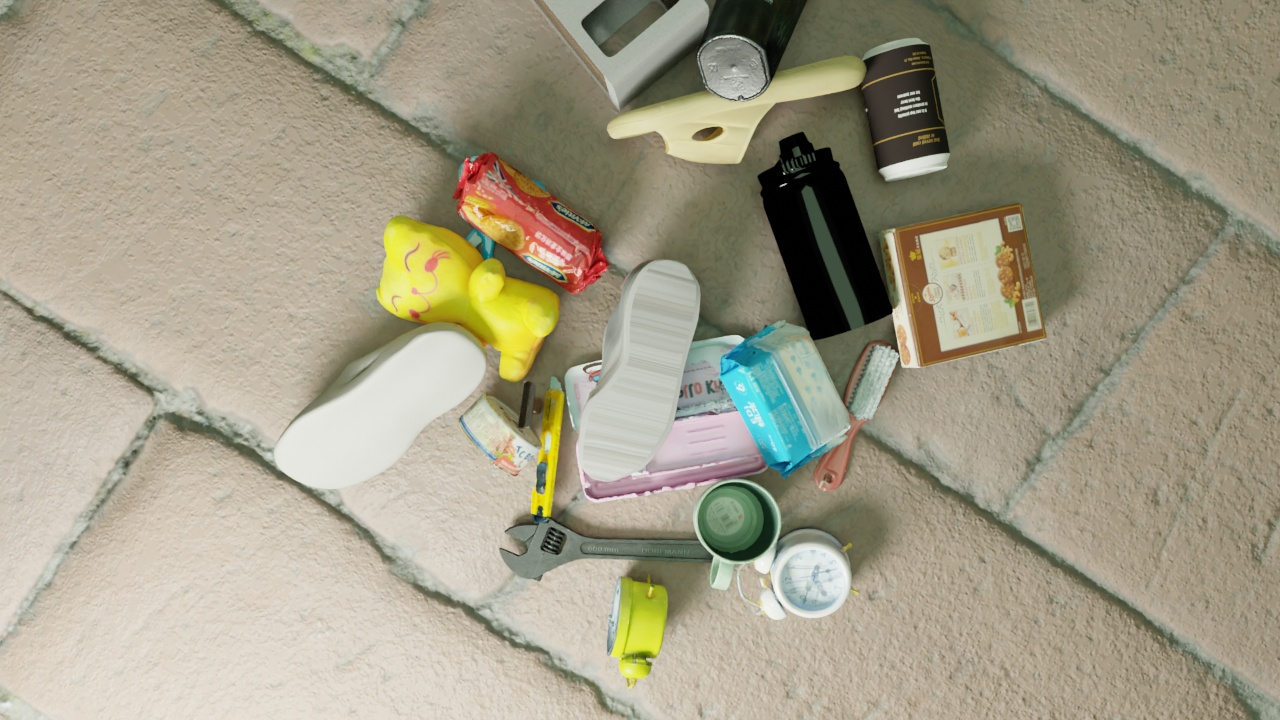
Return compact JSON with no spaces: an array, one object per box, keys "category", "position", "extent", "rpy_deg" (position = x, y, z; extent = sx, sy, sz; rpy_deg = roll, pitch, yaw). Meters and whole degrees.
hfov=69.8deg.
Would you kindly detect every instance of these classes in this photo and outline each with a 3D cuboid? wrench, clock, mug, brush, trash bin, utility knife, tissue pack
[{"category":"wrench","position":[-0.016,0.205,0.993],"extent":[0.273,0.018,0.073],"rpy_deg":[2,85,1]},{"category":"clock","position":[0.165,0.228,0.973],"extent":[0.125,0.052,0.089],"rpy_deg":[-10,94,6]},{"category":"clock","position":[-0.008,0.286,0.968],"extent":[0.057,0.083,0.119],"rpy_deg":[10,92,-5]},{"category":"mug","position":[0.090,0.177,0.937],"extent":[0.084,0.104,0.111],"rpy_deg":[13,81,1]},{"category":"brush","position":[0.228,0.061,0.968],"extent":[0.041,0.030,0.172],"rpy_deg":[22,95,1]},{"category":"trash bin","position":[-0.050,-0.383,0.906],"extent":[0.114,0.114,0.229],"rpy_deg":[-39,92,4]},{"category":"utility knife","position":[-0.100,0.096,0.982],"extent":[0.031,0.017,0.159],"rpy_deg":[5,84,37]},{"category":"brush","position":[-0.108,0.047,0.924],"extent":[0.008,0.143,0.045],"rpy_deg":[8,85,0]},{"category":"tissue pack","position":[0.146,0.035,0.933],"extent":[0.092,0.062,0.144],"rpy_deg":[-29,95,-22]}]

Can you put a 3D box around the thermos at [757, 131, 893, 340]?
[{"category":"thermos","position":[0.181,-0.128,0.929],"extent":[0.086,0.086,0.198],"rpy_deg":[-20,93,3]}]

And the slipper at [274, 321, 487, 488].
[{"category":"slipper","position":[-0.270,0.034,0.963],"extent":[0.266,0.080,0.113],"rpy_deg":[-37,126,21]}]

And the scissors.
[{"category":"scissors","position":[-0.151,-0.145,0.979],"extent":[0.118,0.013,0.140],"rpy_deg":[4,94,-2]}]

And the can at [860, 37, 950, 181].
[{"category":"can","position":[0.265,-0.251,0.924],"extent":[0.072,0.072,0.128],"rpy_deg":[-12,93,3]}]

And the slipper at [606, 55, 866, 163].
[{"category":"slipper","position":[0.099,-0.238,0.913],"extent":[0.261,0.111,0.079],"rpy_deg":[-14,101,5]}]

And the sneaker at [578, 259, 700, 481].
[{"category":"sneaker","position":[-0.005,0.006,0.938],"extent":[0.099,0.089,0.236],"rpy_deg":[18,101,-8]}]

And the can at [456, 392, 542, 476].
[{"category":"can","position":[-0.146,0.077,0.957],"extent":[0.086,0.086,0.043],"rpy_deg":[44,92,-1]}]

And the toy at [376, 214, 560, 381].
[{"category":"toy","position":[-0.173,-0.073,0.941],"extent":[0.194,0.087,0.135],"rpy_deg":[26,136,1]}]

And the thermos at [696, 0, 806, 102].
[{"category":"thermos","position":[0.116,-0.341,0.871],"extent":[0.098,0.098,0.220],"rpy_deg":[20,56,1]}]

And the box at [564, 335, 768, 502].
[{"category":"box","position":[0.027,0.062,0.975],"extent":[0.201,0.037,0.152],"rpy_deg":[-10,84,3]}]

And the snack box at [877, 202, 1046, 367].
[{"category":"snack box","position":[0.326,-0.076,0.934],"extent":[0.147,0.041,0.143],"rpy_deg":[-13,94,-10]}]

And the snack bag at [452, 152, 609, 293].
[{"category":"snack bag","position":[-0.110,-0.140,0.940],"extent":[0.176,0.082,0.082],"rpy_deg":[35,94,-8]}]
